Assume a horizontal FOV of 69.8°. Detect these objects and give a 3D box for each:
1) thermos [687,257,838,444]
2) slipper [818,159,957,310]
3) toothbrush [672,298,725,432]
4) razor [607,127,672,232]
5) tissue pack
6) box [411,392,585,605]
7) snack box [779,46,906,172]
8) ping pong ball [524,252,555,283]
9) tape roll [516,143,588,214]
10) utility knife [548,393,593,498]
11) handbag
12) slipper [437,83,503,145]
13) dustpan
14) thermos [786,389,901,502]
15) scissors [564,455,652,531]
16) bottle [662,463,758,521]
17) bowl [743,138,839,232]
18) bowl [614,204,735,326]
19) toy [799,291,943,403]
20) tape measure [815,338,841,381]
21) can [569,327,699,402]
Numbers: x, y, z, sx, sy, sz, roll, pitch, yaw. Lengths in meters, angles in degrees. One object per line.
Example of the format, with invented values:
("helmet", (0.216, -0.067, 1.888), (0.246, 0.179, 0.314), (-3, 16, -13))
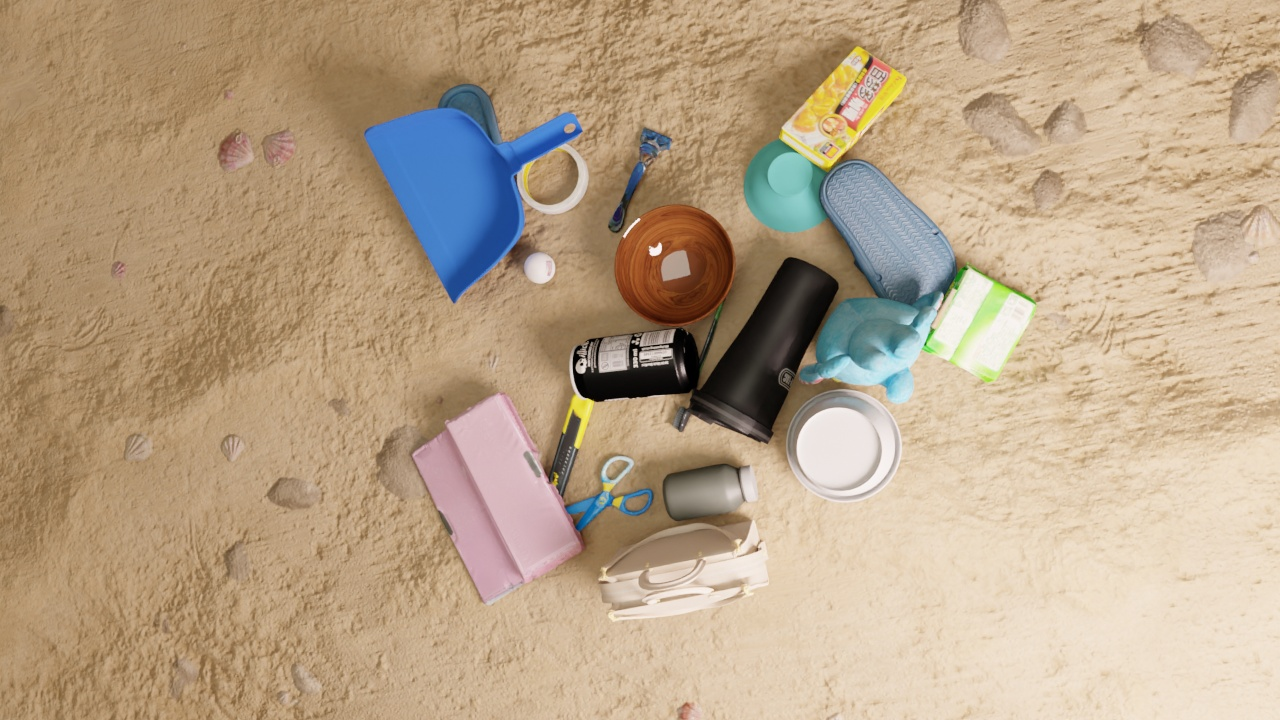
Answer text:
("thermos", (0.151, -0.011, 1.088), (0.106, 0.106, 0.218), (29, 88, 14))
("slipper", (0.292, -0.143, 1.080), (0.104, 0.059, 0.213), (-36, 92, 5))
("toothbrush", (0.075, -0.001, 1.147), (0.017, 0.014, 0.188), (18, 91, 22))
("razor", (-0.006, -0.229, 1.180), (0.044, 0.018, 0.141), (25, 92, 14))
("tissue pack", (0.386, -0.043, 1.053), (0.099, 0.034, 0.114), (29, 94, -1))
("box", (-0.193, 0.180, 1.175), (0.180, 0.050, 0.232), (-34, 78, 17))
("snack box", (0.242, -0.301, 1.096), (0.075, 0.025, 0.152), (39, 77, 13))
("ping pong ball", (-0.131, -0.120, 1.191), (0.040, 0.040, 0.040), (-1, 86, 14))
("tape roll", (-0.116, -0.240, 1.207), (0.094, 0.019, 0.094), (-1, 86, 14))
("utility knife", (-0.098, 0.131, 1.179), (0.029, 0.020, 0.186), (17, 92, 17))
("handbag", (0.044, 0.245, 1.043), (0.195, 0.197, 0.101), (-14, 83, 12))
("slipper", (-0.226, -0.267, 1.217), (0.104, 0.059, 0.213), (-7, 83, 10))
("dustpan", (-0.190, -0.237, 1.161), (0.258, 0.059, 0.245), (-27, 95, 5))
("thermos", (0.219, 0.094, 0.997), (0.132, 0.221, 0.131), (-1, 86, 14))
("scissors", (-0.052, 0.169, 1.166), (0.133, 0.020, 0.097), (-18, 80, 11))
("bottle", (0.085, 0.158, 1.110), (0.108, 0.060, 0.060), (-12, 83, 13))
("bowl", (0.184, -0.221, 1.117), (0.121, 0.046, 0.121), (-1, 86, 14))
("bowl", (0.047, -0.112, 1.132), (0.147, 0.069, 0.147), (-1, 86, 13))
("toy", (0.263, -0.010, 0.996), (0.183, 0.180, 0.115), (-29, 101, 6))
("tape measure", (0.250, -0.010, 1.102), (0.064, 0.016, 0.065), (-28, 80, 11))
("can", (-0.007, 0.007, 1.126), (0.146, 0.080, 0.080), (-7, 85, 19))
